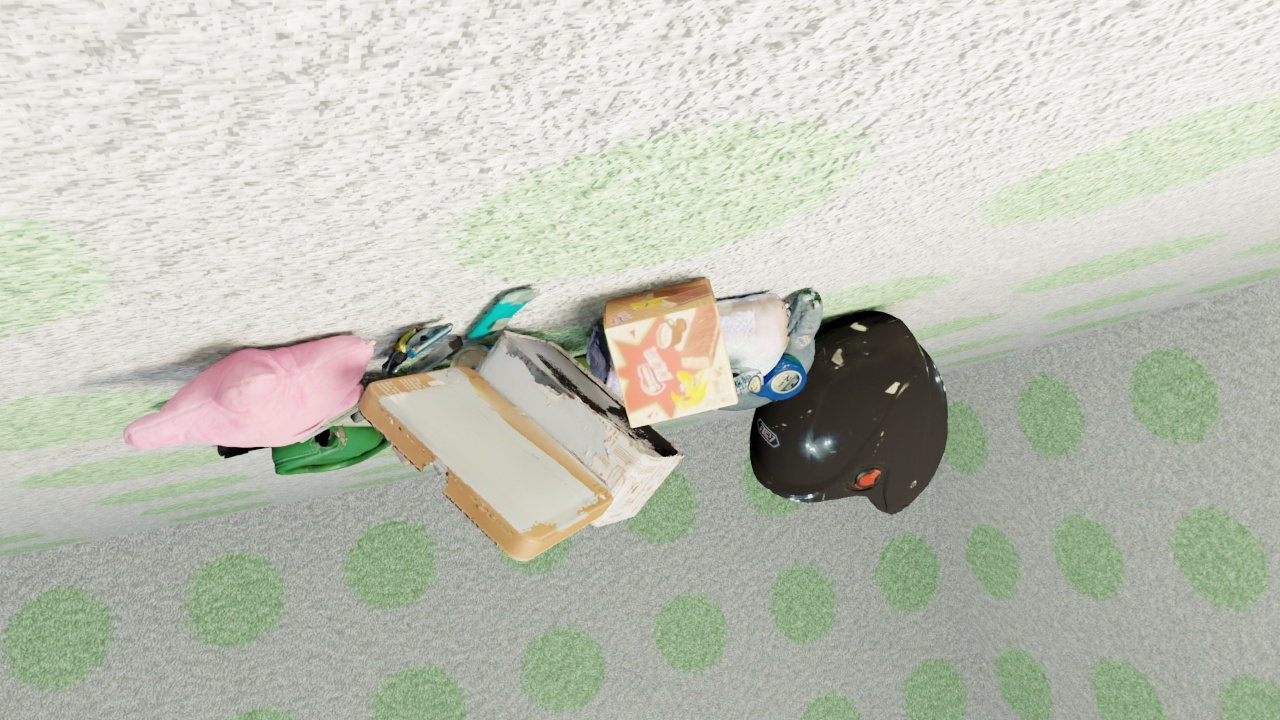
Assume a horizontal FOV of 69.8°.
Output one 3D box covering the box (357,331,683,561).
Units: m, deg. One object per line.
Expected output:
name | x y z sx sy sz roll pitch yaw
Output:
box | -0.083 0.060 0.753 0.088 0.178 0.262 -53 163 8

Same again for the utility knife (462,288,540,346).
utility knife | -0.122 -0.031 0.767 0.029 0.013 0.193 -9 172 -24

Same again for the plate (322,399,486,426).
plate | -0.249 0.053 0.966 0.230 0.027 0.230 -1 177 0

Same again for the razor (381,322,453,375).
razor | -0.200 -0.009 0.781 0.042 0.022 0.143 -38 -173 -29

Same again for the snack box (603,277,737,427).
snack box | 0.025 -0.008 0.782 0.094 0.093 0.077 -13 -159 4

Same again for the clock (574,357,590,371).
clock | -0.036 0.044 1.132 0.116 0.056 0.161 -4 161 30

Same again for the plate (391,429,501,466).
plate | -0.156 0.087 1.013 0.229 0.028 0.229 -11 174 -1

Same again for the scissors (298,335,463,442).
scissors | -0.221 0.028 0.773 0.160 0.014 0.176 -34 -178 41

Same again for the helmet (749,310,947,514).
helmet | 0.269 0.064 1.214 0.274 0.233 0.230 -24 130 -11

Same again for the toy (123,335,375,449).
toy | -0.282 0.026 0.728 0.179 0.074 0.194 -24 174 8

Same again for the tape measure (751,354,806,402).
tape measure | 0.155 0.019 1.014 0.054 0.025 0.058 20 125 -33

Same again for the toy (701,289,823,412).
toy | 0.134 0.003 1.108 0.137 0.091 0.357 -2 159 -29

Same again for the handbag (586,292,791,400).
handbag | 0.046 -0.009 0.934 0.193 0.075 0.134 -11 159 -14

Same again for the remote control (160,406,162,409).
remote control | -0.408 0.052 0.900 0.058 0.021 0.150 -12 173 -2

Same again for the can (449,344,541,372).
can | -0.133 0.013 0.924 0.053 0.053 0.134 -15 172 23

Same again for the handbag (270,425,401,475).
handbag | -0.365 0.093 1.088 0.120 0.068 0.131 -13 172 25

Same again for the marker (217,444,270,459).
marker | -0.475 0.104 1.179 0.132 0.022 0.020 -12 -151 -3

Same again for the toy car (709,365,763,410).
toy car | 0.072 0.022 0.860 0.049 0.031 0.105 8 -161 43
